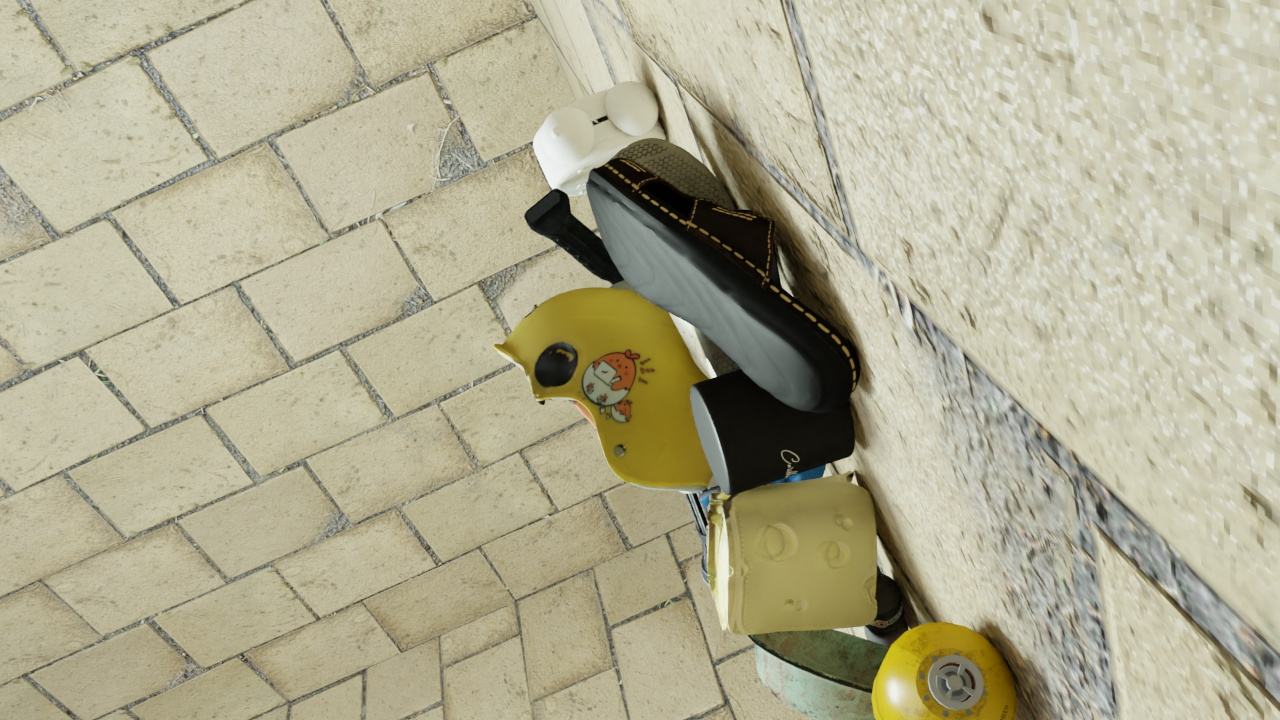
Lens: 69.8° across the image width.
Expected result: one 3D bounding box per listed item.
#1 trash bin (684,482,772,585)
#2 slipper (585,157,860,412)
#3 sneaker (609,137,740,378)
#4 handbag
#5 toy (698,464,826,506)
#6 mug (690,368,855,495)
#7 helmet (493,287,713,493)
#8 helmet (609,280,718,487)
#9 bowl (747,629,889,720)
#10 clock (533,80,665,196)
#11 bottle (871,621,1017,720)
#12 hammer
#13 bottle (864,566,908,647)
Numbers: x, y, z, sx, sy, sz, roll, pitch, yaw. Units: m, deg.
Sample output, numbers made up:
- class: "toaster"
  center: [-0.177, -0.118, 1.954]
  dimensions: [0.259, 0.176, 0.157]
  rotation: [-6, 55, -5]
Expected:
- class: "trash bin"
  center: [0.125, 0.172, 1.252]
  dimensions: [0.164, 0.164, 0.227]
  rotation: [-111, 0, -74]
- class: "slipper"
  center: [0.051, -0.063, 0.598]
  dimensions: [0.268, 0.075, 0.113]
  rotation: [42, 158, 41]
- class: "sneaker"
  center: [0.055, -0.065, 0.729]
  dimensions: [0.241, 0.089, 0.102]
  rotation: [62, -171, 13]
- class: "handbag"
  center: [0.110, 0.143, 0.689]
  dimensions: [0.081, 0.119, 0.111]
  rotation: [-104, 11, -68]
- class: "toy"
  center: [0.150, 0.141, 0.826]
  dimensions: [0.176, 0.113, 0.070]
  rotation: [43, -148, -19]
- class: "mug"
  center: [0.088, 0.051, 0.629]
  dimensions: [0.114, 0.088, 0.078]
  rotation: [81, 170, -54]
- class: "helmet"
  center: [-0.005, 0.005, 0.830]
  dimensions: [0.240, 0.140, 0.209]
  rotation: [40, -175, 22]
- class: "helmet"
  center: [0.067, 0.022, 1.011]
  dimensions: [0.271, 0.183, 0.118]
  rotation: [53, 150, -18]
- class: "bowl"
  center: [0.151, 0.239, 0.685]
  dimensions: [0.157, 0.157, 0.038]
  rotation: [49, -125, -87]
- class: "clock"
  center: [-0.037, -0.209, 0.909]
  dimensions: [0.161, 0.125, 0.073]
  rotation: [112, 134, -84]
- class: "bottle"
  center: [0.171, 0.190, 0.521]
  dimensions: [0.164, 0.071, 0.071]
  rotation: [64, -178, -64]
- class: "hammer"
  center: [-0.029, -0.102, 1.032]
  dimensions: [0.025, 0.118, 0.333]
  rotation: [59, -167, 27]
- class: "bottle"
  center: [0.194, 0.199, 0.744]
  dimensions: [0.036, 0.036, 0.110]
  rotation: [-113, -1, -47]
